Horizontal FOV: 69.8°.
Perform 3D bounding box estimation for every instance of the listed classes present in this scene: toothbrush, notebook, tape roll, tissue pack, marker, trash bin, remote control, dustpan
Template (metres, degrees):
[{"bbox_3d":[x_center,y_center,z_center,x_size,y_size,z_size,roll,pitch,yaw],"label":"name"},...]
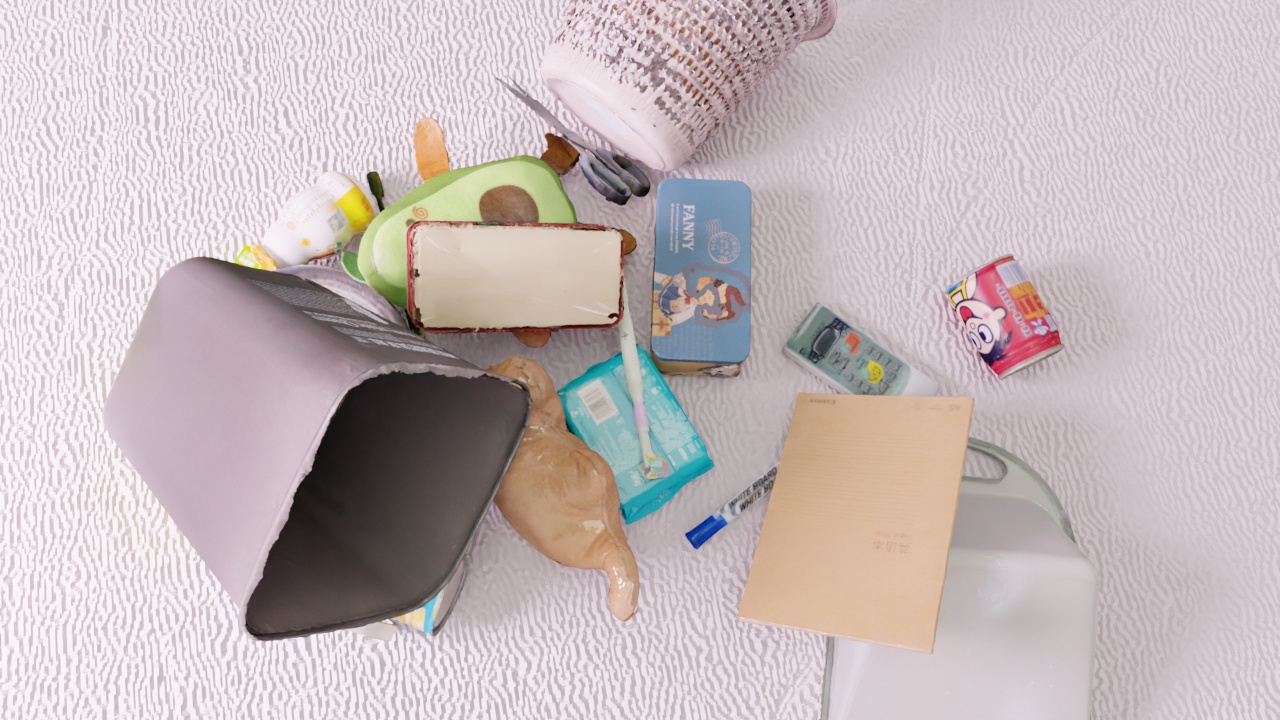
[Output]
[{"bbox_3d":[-0.004,0.004,0.760,0.020,0.029,0.189,-23,69,33],"label":"toothbrush"},{"bbox_3d":[0.171,0.115,0.720,0.150,0.012,0.211,0,54,33],"label":"notebook"},{"bbox_3d":[-0.234,0.199,0.723,0.086,0.086,0.013,21,75,5],"label":"tape roll"},{"bbox_3d":[-0.006,0.061,0.780,0.093,0.050,0.133,-30,78,-11],"label":"tissue pack"},{"bbox_3d":[0.100,0.111,0.786,0.145,0.017,0.017,-36,78,-10],"label":"marker"},{"bbox_3d":[0.025,-0.284,0.802,0.227,0.227,0.192,35,90,8],"label":"trash bin"},{"bbox_3d":[0.195,0.007,0.812,0.135,0.019,0.056,36,77,8],"label":"remote control"},{"bbox_3d":[0.262,0.204,0.767,0.223,0.142,0.258,5,104,1],"label":"dustpan"},{"bbox_3d":[-0.232,0.045,0.647,0.220,0.198,0.199,32,98,27],"label":"trash bin"},{"bbox_3d":[-0.221,-0.088,0.837,0.012,0.017,0.185,-17,78,-8],"label":"toothbrush"}]

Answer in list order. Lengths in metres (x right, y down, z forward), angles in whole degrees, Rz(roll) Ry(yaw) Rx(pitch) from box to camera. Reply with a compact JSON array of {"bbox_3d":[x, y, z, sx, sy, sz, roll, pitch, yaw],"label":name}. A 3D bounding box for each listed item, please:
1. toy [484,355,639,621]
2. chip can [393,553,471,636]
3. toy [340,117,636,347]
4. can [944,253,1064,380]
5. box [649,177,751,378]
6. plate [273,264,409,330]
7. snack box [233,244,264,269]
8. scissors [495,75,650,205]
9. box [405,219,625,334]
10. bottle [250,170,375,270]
[{"bbox_3d":[-0.067,0.104,0.728,0.082,0.144,0.226,-29,78,-28],"label":"toy"},{"bbox_3d":[-0.248,0.152,0.744,0.210,0.071,0.071,21,76,4],"label":"chip can"},{"bbox_3d":[-0.132,-0.114,0.799,0.246,0.090,0.227,-26,80,-20],"label":"toy"},{"bbox_3d":[0.318,-0.037,0.801,0.066,0.066,0.093,-25,77,-7],"label":"can"},{"bbox_3d":[0.053,-0.078,0.813,0.090,0.061,0.184,0,77,-1],"label":"box"},{"bbox_3d":[-0.282,0.009,0.788,0.179,0.024,0.179,1,87,-13],"label":"plate"},{"bbox_3d":[-0.354,-0.017,0.810,0.086,0.026,0.156,29,77,7],"label":"snack box"},{"bbox_3d":[-0.060,-0.206,0.850,0.146,0.014,0.172,8,43,-35],"label":"scissors"},{"bbox_3d":[-0.098,-0.069,0.726,0.168,0.080,0.091,-2,99,-19],"label":"box"},{"bbox_3d":[-0.289,-0.118,0.809,0.063,0.063,0.108,41,65,9],"label":"bottle"}]
